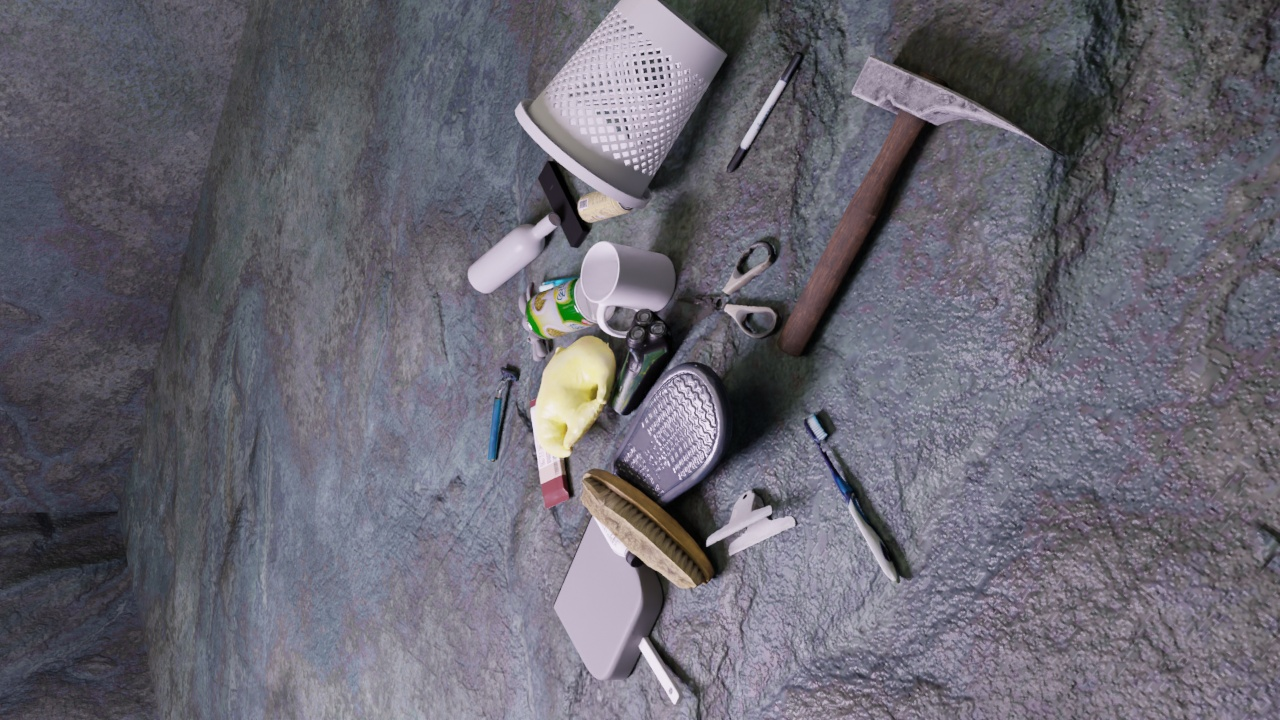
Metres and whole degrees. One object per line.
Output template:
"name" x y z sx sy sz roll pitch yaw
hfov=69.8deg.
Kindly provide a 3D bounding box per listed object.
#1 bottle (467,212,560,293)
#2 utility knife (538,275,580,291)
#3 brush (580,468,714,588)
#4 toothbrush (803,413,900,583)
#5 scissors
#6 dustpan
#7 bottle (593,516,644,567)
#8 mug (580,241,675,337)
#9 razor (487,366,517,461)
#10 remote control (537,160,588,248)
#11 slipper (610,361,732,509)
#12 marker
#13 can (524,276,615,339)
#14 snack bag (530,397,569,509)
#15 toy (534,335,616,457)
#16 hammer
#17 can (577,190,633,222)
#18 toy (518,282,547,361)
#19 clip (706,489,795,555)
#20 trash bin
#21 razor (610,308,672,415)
"bottle" -0.182 -0.162 1.348 0.196 0.052 0.052 -30 63 43
"utility knife" -0.086 -0.104 1.257 0.179 0.015 0.022 -2 84 50
"brush" 0.002 0.192 1.054 0.195 0.043 0.059 38 142 23
"toothbrush" 0.205 0.130 0.891 0.017 0.016 0.189 -41 55 26
"scissors" 0.103 -0.068 1.036 0.166 0.012 0.158 51 120 40
"dustpan" -0.021 0.320 1.120 0.257 0.033 0.163 47 120 52
"bottle" -0.025 0.205 1.114 0.041 0.041 0.116 -65 35 21
"mug" -0.018 -0.083 1.118 0.074 0.090 0.110 14 96 49
"razor" -0.214 0.082 1.377 0.042 0.022 0.144 20 101 50
"remote control" -0.110 -0.223 1.302 0.035 0.013 0.150 -53 49 36
"slipper" 0.050 0.093 1.038 0.110 0.083 0.269 57 144 18
"marker" 0.137 -0.275 1.026 0.152 0.011 0.011 -59 46 26
"can" -0.094 -0.071 1.223 0.121 0.067 0.067 -15 74 47
"snack bag" -0.127 0.123 1.276 0.057 0.013 0.157 -29 64 41
"toy" -0.088 0.040 1.200 0.171 0.064 0.154 -57 36 22
"hammer" 0.233 -0.115 0.876 0.217 0.037 0.301 46 119 42
"can" -0.044 -0.206 1.205 0.080 0.038 0.038 -5 81 49
"toy" -0.155 -0.054 1.321 0.049 0.030 0.111 -40 61 56
"clip" 0.117 0.172 0.981 0.102 0.051 0.058 -36 88 40
"trash bin" -0.011 -0.320 1.087 0.200 0.195 0.195 -50 50 20
"razor" -0.007 0.007 1.116 0.054 0.067 0.152 46 127 29
